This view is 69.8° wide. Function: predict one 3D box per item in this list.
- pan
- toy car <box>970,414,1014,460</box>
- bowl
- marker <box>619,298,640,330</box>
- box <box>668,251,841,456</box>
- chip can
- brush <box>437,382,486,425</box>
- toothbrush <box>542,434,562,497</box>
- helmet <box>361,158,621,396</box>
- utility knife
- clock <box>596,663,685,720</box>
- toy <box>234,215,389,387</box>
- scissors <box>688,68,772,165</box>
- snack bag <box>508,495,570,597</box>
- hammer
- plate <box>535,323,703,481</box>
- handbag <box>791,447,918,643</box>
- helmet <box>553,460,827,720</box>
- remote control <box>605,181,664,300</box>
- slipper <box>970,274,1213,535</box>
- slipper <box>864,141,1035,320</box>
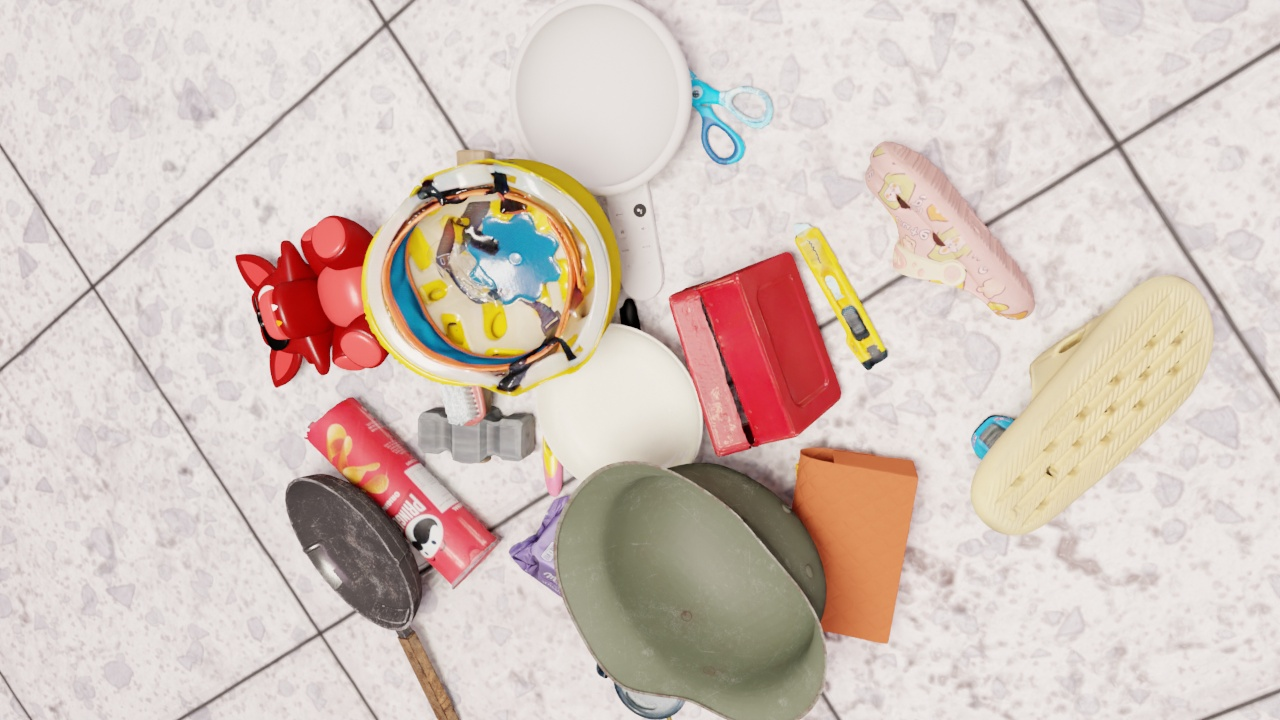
[{"bbox_3d":[-0.281,0.273,1.029,0.208,0.040,0.357,-6,115,44],"label":"pan"},{"bbox_3d":[0.354,0.093,0.840,0.105,0.032,0.048,39,107,4],"label":"toy car"},{"bbox_3d":[-0.031,-0.246,0.859,0.177,0.066,0.177,6,109,19],"label":"bowl"},{"bbox_3d":[-0.006,0.005,0.934,0.022,0.016,0.139,4,104,44],"label":"marker"},{"bbox_3d":[0.106,-0.007,0.839,0.123,0.136,0.157,-16,97,18],"label":"box"},{"bbox_3d":[-0.260,0.141,1.000,0.233,0.073,0.073,44,108,4],"label":"chip can"},{"bbox_3d":[-0.197,-0.016,0.926,0.041,0.030,0.172,-16,90,18],"label":"brush"},{"bbox_3d":[-0.097,0.080,0.973,0.021,0.016,0.135,-2,102,14],"label":"toothbrush"},{"bbox_3d":[-0.124,-0.085,0.856,0.240,0.139,0.209,-14,107,23],"label":"helmet"},{"bbox_3d":[0.186,-0.062,0.866,0.030,0.017,0.155,-29,89,10],"label":"utility knife"},{"bbox_3d":[0.006,0.321,0.973,0.129,0.052,0.090,42,108,9],"label":"clock"},{"bbox_3d":[-0.343,-0.059,0.967,0.198,0.120,0.158,-11,100,26],"label":"toy"},{"bbox_3d":[0.053,-0.244,0.869,0.140,0.015,0.083,34,110,4],"label":"scissors"},{"bbox_3d":[-0.027,0.225,0.939,0.205,0.096,0.059,32,136,8],"label":"snack bag"},{"bbox_3d":[-0.171,-0.053,0.953,0.117,0.051,0.323,4,99,15],"label":"hammer"},{"bbox_3d":[-0.018,0.048,0.919,0.182,0.034,0.182,7,109,23],"label":"plate"},{"bbox_3d":[0.195,0.173,0.884,0.109,0.060,0.172,8,105,9],"label":"handbag"},{"bbox_3d":[0.071,0.195,0.836,0.268,0.153,0.228,46,123,18],"label":"helmet"},{"bbox_3d":[-0.006,-0.127,0.907,0.043,0.013,0.136,-8,98,17],"label":"remote control"},{"bbox_3d":[0.379,0.040,0.796,0.111,0.079,0.261,41,93,-15],"label":"slipper"},{"bbox_3d":[0.257,-0.101,0.803,0.197,0.093,0.082,48,119,2],"label":"slipper"}]
